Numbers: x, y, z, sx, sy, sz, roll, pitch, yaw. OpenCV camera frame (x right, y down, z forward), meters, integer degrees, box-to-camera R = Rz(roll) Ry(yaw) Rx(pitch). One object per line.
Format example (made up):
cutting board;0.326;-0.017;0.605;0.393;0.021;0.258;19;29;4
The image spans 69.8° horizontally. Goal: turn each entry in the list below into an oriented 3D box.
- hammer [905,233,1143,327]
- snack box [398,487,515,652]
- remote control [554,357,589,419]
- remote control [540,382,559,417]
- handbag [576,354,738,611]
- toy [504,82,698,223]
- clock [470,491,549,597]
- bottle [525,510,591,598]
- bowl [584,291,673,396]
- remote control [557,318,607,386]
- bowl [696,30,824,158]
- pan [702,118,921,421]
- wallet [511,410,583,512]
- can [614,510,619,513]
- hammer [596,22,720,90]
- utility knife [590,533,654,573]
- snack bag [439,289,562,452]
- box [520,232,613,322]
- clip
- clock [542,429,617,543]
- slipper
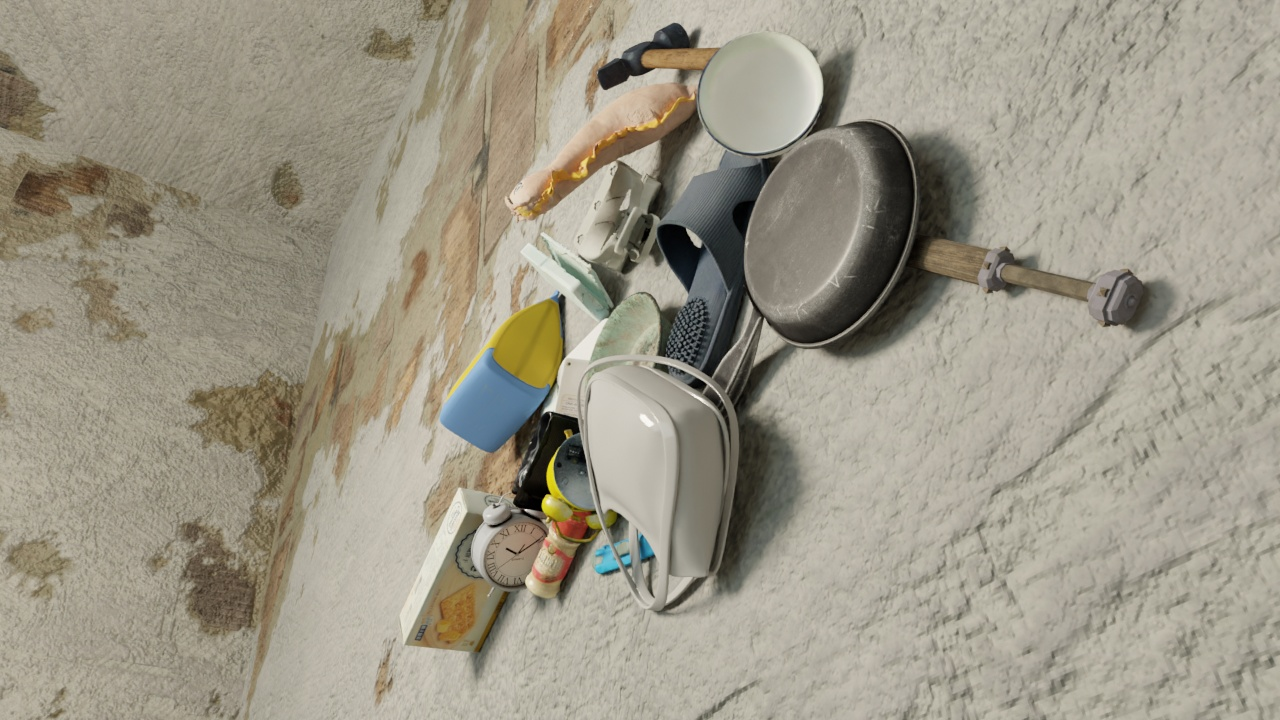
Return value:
hammer;0.212;-0.069;0.650;0.317;0.028;0.147;34;106;63
snack box;-0.216;0.267;1.156;0.208;0.104;0.057;-63;31;16
remote control;-0.076;0.064;1.085;0.011;0.050;0.135;71;-153;-71
remote control;-0.104;0.082;1.147;0.050;0.024;0.143;-61;29;20
handbag;0.009;0.120;0.842;0.216;0.095;0.223;31;124;55
toy;-0.040;-0.250;1.066;0.197;0.065;0.263;-6;33;52
clock;-0.146;0.209;1.063;0.035;0.094;0.123;28;115;59
bottle;-0.091;0.211;1.023;0.109;0.044;0.044;-65;27;15
bowl;-0.006;0.006;0.996;0.158;0.038;0.157;-40;40;45
remote control;-0.067;-0.007;1.148;0.137;0.013;0.043;-42;39;44
bowl;0.117;-0.245;0.876;0.062;0.118;0.118;15;-85;-75
pan;0.108;-0.044;0.778;0.358;0.055;0.187;-56;35;33
wallet;-0.087;0.116;1.027;0.026;0.089;0.115;40;108;56
can;-0.004;0.116;0.931;0.031;0.031;0.080;34;103;62
hammer;0.072;-0.337;1.029;0.129;0.040;0.322;-34;31;-18
utility knife;-0.005;0.185;0.911;0.179;0.015;0.031;-34;50;48
snack bag;-0.176;0.003;1.269;0.159;0.102;0.204;-45;17;41
box;-0.095;-0.108;1.196;0.199;0.066;0.083;38;148;59
clip;-0.012;-0.164;1.110;0.152;0.096;0.126;41;112;48
clock;-0.059;0.132;0.967;0.057;0.083;0.118;140;141;-65
slipper;0.058;-0.106;0.902;0.101;0.082;0.263;0;74;60
